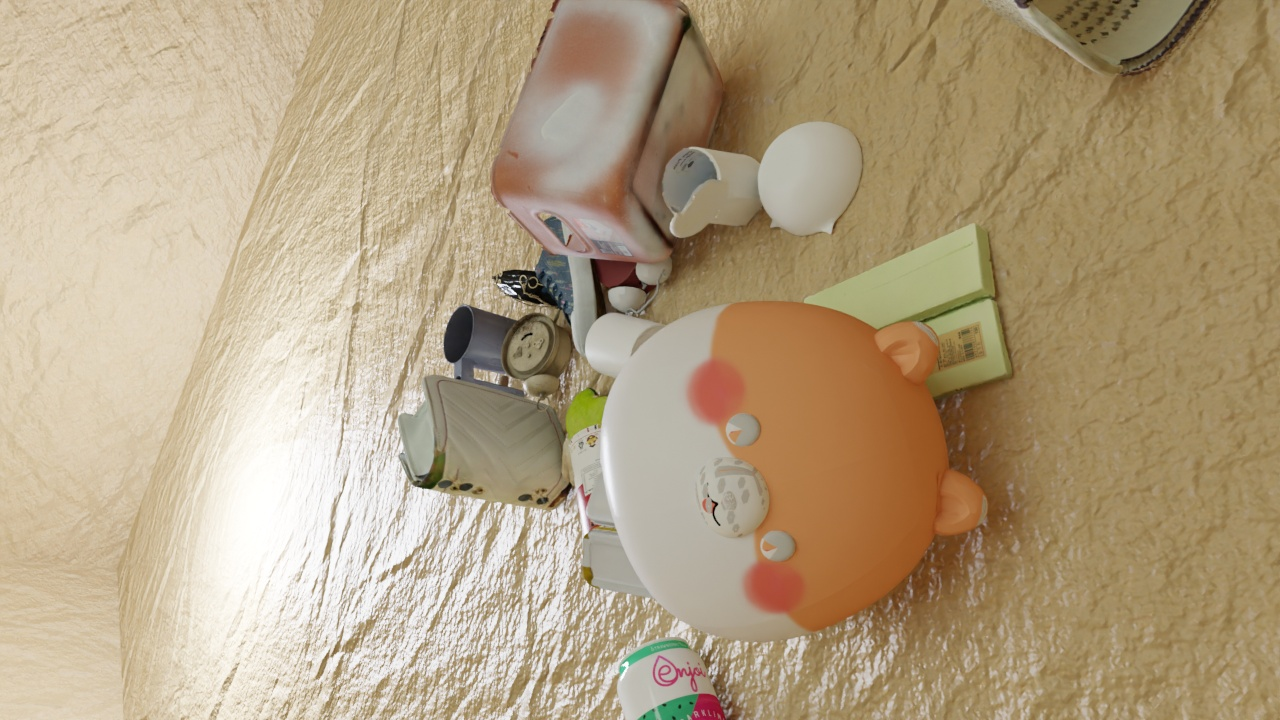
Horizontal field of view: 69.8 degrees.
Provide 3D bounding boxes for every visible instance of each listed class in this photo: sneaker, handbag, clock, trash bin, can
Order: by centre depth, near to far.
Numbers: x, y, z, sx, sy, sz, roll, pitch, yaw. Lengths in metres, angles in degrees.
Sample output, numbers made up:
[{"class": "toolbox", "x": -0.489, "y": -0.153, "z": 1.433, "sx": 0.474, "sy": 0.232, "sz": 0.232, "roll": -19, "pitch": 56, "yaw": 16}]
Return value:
[{"class": "can", "x": 0.038, "y": 0.348, "z": 0.845, "sx": 0.088, "sy": 0.088, "sz": 0.165, "roll": -51, "pitch": 43, "yaw": 28}, {"class": "can", "x": -0.028, "y": 0.138, "z": 1.003, "sx": 0.087, "sy": 0.086, "sz": 0.116, "roll": -39, "pitch": 50, "yaw": 38}, {"class": "trash bin", "x": -0.024, "y": -0.252, "z": 1.006, "sx": 0.157, "sy": 0.181, "sz": 0.259, "roll": 10, "pitch": 73, "yaw": 26}, {"class": "clock", "x": -0.007, "y": -0.117, "z": 1.094, "sx": 0.096, "sy": 0.048, "sz": 0.137, "roll": -45, "pitch": 46, "yaw": 34}, {"class": "handbag", "x": -0.190, "y": 0.112, "z": 1.130, "sx": 0.096, "sy": 0.198, "sz": 0.141, "roll": -49, "pitch": 42, "yaw": 27}, {"class": "sneaker", "x": -0.092, "y": -0.101, "z": 1.150, "sx": 0.079, "sy": 0.087, "sz": 0.235, "roll": -14, "pitch": 56, "yaw": 5}, {"class": "clock", "x": -0.130, "y": 0.005, "z": 1.203, "sx": 0.093, "sy": 0.054, "sz": 0.140, "roll": -26, "pitch": 57, "yaw": 27}, {"class": "handbag", "x": -0.147, "y": -0.103, "z": 1.242, "sx": 0.129, "sy": 0.079, "sz": 0.054, "roll": 12, "pitch": 87, "yaw": 52}]

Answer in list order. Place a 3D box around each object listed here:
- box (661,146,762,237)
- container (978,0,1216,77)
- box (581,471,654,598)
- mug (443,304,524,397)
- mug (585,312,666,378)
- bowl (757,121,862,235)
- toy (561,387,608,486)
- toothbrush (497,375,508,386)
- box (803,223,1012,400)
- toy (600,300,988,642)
[{"class": "box", "x": 0.067, "y": -0.175, "z": 0.932, "sx": 0.084, "sy": 0.165, "sz": 0.094, "roll": -47, "pitch": 64, "yaw": 32}, {"class": "container", "x": 0.333, "y": -0.337, "z": 0.636, "sx": 0.252, "sy": 0.184, "sz": 0.143, "roll": -62, "pitch": 30, "yaw": 17}, {"class": "box", "x": 0.042, "y": 0.171, "z": 0.883, "sx": 0.210, "sy": 0.045, "sz": 0.128, "roll": 3, "pitch": 78, "yaw": 26}, {"class": "mug", "x": -0.207, "y": -0.007, "z": 1.266, "sx": 0.084, "sy": 0.104, "sz": 0.123, "roll": -31, "pitch": 55, "yaw": 42}, {"class": "mug", "x": -0.006, "y": 0.006, "z": 1.043, "sx": 0.091, "sy": 0.073, "sz": 0.110, "roll": 17, "pitch": 118, "yaw": 53}, {"class": "bowl", "x": 0.157, "y": -0.186, "z": 0.906, "sx": 0.115, "sy": 0.050, "sz": 0.114, "roll": -21, "pitch": 62, "yaw": 47}, {"class": "toy", "x": -0.066, "y": 0.094, "z": 1.102, "sx": 0.092, "sy": 0.043, "sz": 0.118, "roll": 22, "pitch": 96, "yaw": 57}, {"class": "toothbrush", "x": -0.207, "y": 0.103, "z": 1.302, "sx": 0.016, "sy": 0.016, "sz": 0.166, "roll": -5, "pitch": 73, "yaw": 51}, {"class": "box", "x": 0.221, "y": -0.022, "z": 0.792, "sx": 0.188, "sy": 0.030, "sz": 0.138, "roll": -23, "pitch": 59, "yaw": 46}, {"class": "toy", "x": 0.107, "y": 0.079, "z": 0.710, "sx": 0.281, "sy": 0.265, "sz": 0.262, "roll": -17, "pitch": 88, "yaw": 27}]
